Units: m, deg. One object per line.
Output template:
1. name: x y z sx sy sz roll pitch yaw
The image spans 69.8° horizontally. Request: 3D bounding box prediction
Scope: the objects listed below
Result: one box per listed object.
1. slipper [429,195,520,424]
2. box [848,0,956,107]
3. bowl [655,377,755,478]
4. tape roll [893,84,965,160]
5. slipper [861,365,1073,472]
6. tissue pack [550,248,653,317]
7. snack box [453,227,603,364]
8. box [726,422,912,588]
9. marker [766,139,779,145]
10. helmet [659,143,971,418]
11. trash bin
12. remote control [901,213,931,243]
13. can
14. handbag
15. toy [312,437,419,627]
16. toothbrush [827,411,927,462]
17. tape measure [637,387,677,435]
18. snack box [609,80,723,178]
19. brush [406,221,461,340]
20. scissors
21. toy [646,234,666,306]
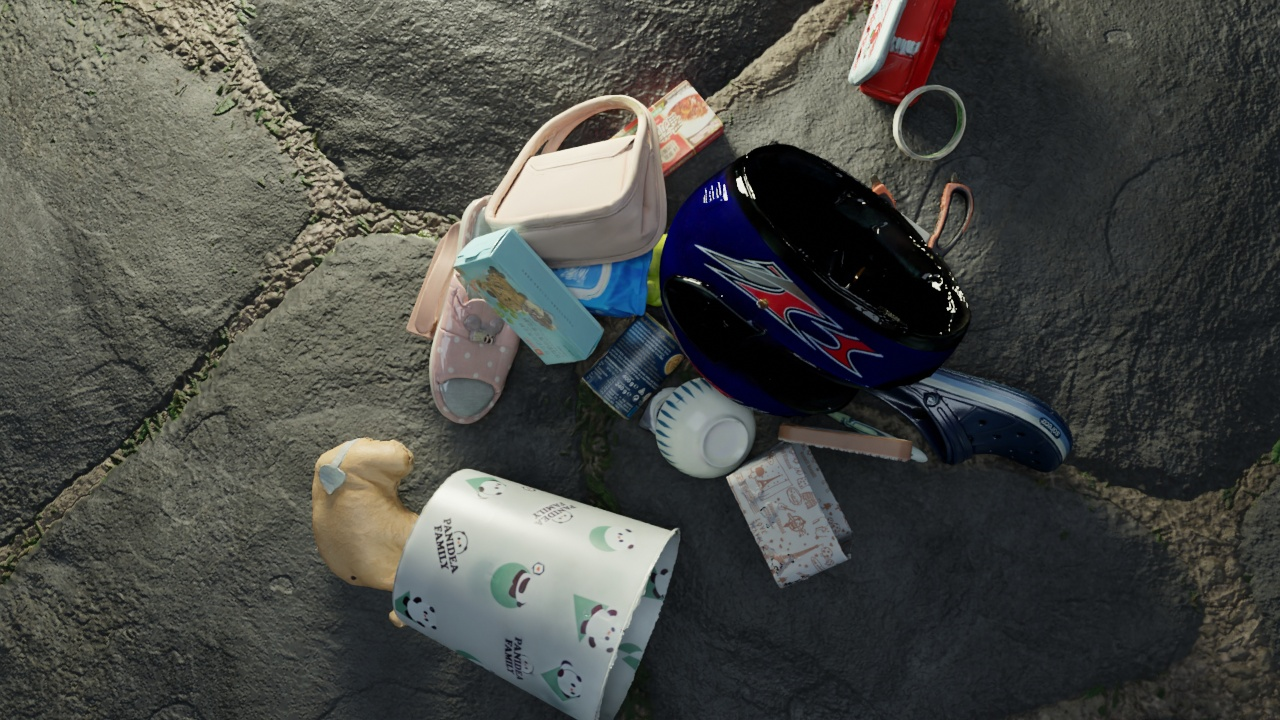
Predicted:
1. slipper: -0.182 -0.060 1.081 0.055 0.114 0.274 4 82 46
2. box: 0.314 -0.408 1.060 0.095 0.101 0.201 20 88 8
3. bowl: 0.082 0.082 1.039 0.116 0.066 0.116 -6 106 -20
4. tape roll: 0.337 -0.277 1.071 0.085 0.014 0.086 -3 110 -9
5. slipper: 0.348 0.065 1.016 0.253 0.105 0.095 24 81 10
6. tissue pack: -0.058 -0.102 1.083 0.157 0.052 0.095 8 86 29
7. snack box: -0.125 -0.069 1.044 0.175 0.074 0.051 49 55 -28
8. box: 0.207 0.123 0.984 0.185 0.182 0.154 -26 84 12
9. marker: 0.201 -0.215 1.099 0.132 0.020 0.022 44 62 9
10. helmet: 0.160 -0.057 0.972 0.246 0.241 0.315 -22 61 -39
11. trash bin: -0.112 0.245 1.002 0.252 0.229 0.229 20 88 13
12. remote control: 0.285 -0.110 1.078 0.049 0.024 0.125 38 89 5
13. can: -0.006 0.006 1.075 0.075 0.075 0.111 42 91 8
14. handbag: -0.061 -0.222 1.062 0.194 0.093 0.233 -5 57 25
15. toy: -0.321 0.205 1.092 0.144 0.082 0.226 -14 87 17
16. toothbrush: 0.247 0.073 1.071 0.191 0.018 0.016 26 88 8
17. tape measure: 0.038 0.065 1.087 0.066 0.033 0.066 30 91 6
18. snack box: 0.020 -0.264 1.118 0.153 0.025 0.075 -37 82 2
19. brush: -0.231 -0.094 1.109 0.063 0.073 0.145 18 85 10
20. scissors: 0.317 -0.121 1.059 0.189 0.015 0.225 -29 84 -3
21. toy: 0.003 -0.112 1.106 0.097 0.031 0.100 -14 85 7
